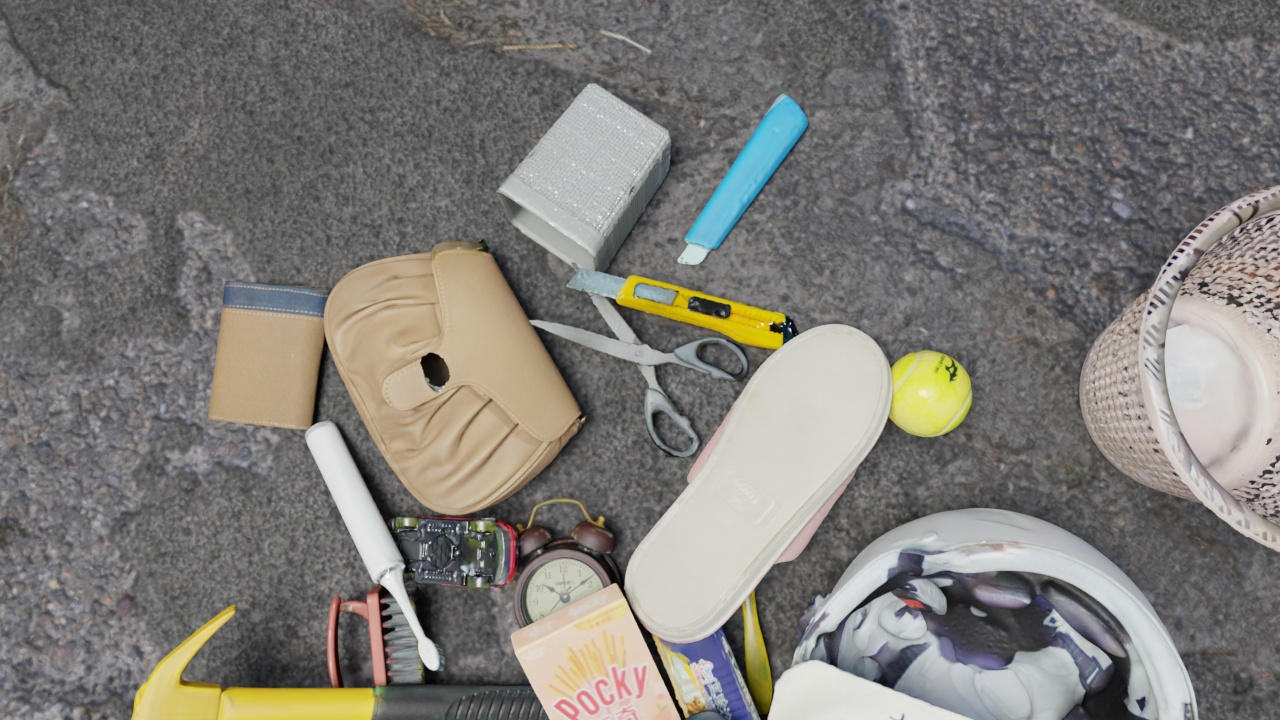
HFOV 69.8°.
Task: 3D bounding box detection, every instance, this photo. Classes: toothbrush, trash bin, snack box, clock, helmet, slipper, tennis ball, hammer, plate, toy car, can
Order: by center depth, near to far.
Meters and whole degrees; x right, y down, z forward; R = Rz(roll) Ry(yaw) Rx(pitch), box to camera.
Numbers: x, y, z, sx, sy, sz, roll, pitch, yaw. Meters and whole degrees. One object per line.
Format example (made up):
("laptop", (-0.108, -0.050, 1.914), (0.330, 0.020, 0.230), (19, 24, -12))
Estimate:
("plate", (0.142, 0.281, 0.554), (0.164, 0.034, 0.163), (12, 98, 30))
("trash bin", (0.410, 0.015, 0.620), (0.227, 0.192, 0.227), (0, 83, 3))
("helmet", (0.225, 0.207, 0.623), (0.229, 0.145, 0.259), (32, 120, 12))
("hammer", (-0.184, 0.240, 0.636), (0.300, 0.033, 0.128), (9, 80, -23))
("snack box", (-0.024, 0.245, 0.660), (0.084, 0.026, 0.157), (-25, 110, -6))
("can", (0.058, 0.257, 0.667), (0.049, 0.075, 0.148), (-22, 84, -4))
("toothbrush", (-0.196, 0.133, 0.678), (0.027, 0.026, 0.221), (-39, 62, 4))
("slipper", (0.092, 0.090, 0.684), (0.114, 0.054, 0.274), (31, 77, 30))
("toy car", (-0.142, 0.142, 0.688), (0.121, 0.045, 0.053), (-1, 83, 28))
("clock", (-0.056, 0.165, 0.692), (0.082, 0.055, 0.122), (-5, 86, 2))
("tennis ball", (0.216, 0.025, 0.692), (0.065, 0.065, 0.065), (0, 83, 2))

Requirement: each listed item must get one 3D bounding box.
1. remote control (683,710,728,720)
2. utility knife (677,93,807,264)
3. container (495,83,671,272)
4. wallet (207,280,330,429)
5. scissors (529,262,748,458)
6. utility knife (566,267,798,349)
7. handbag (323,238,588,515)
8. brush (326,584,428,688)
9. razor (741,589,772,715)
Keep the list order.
("remote control", (0.021, 0.291, 0.628), (0.053, 0.024, 0.137), (43, 116, 13))
("utility knife", (0.081, -0.143, 0.743), (0.034, 0.018, 0.162), (35, 88, 9))
("container", (-0.038, -0.139, 0.714), (0.090, 0.090, 0.114), (35, 82, 5))
("wallet", (-0.297, -0.005, 0.736), (0.090, 0.033, 0.115), (5, 84, 6))
("scissors", (0.003, 0.000, 0.710), (0.178, 0.014, 0.159), (-6, 90, -12))
("utility knife", (0.037, -0.040, 0.705), (0.192, 0.015, 0.033), (13, 66, -14))
("handbag", (-0.143, 0.010, 0.692), (0.147, 0.100, 0.204), (-30, 85, -6))
("brush", (-0.194, 0.245, 0.685), (0.069, 0.063, 0.145), (-7, 84, -11))
("razor", (0.084, 0.203, 0.698), (0.043, 0.028, 0.132), (-7, 85, -2))
